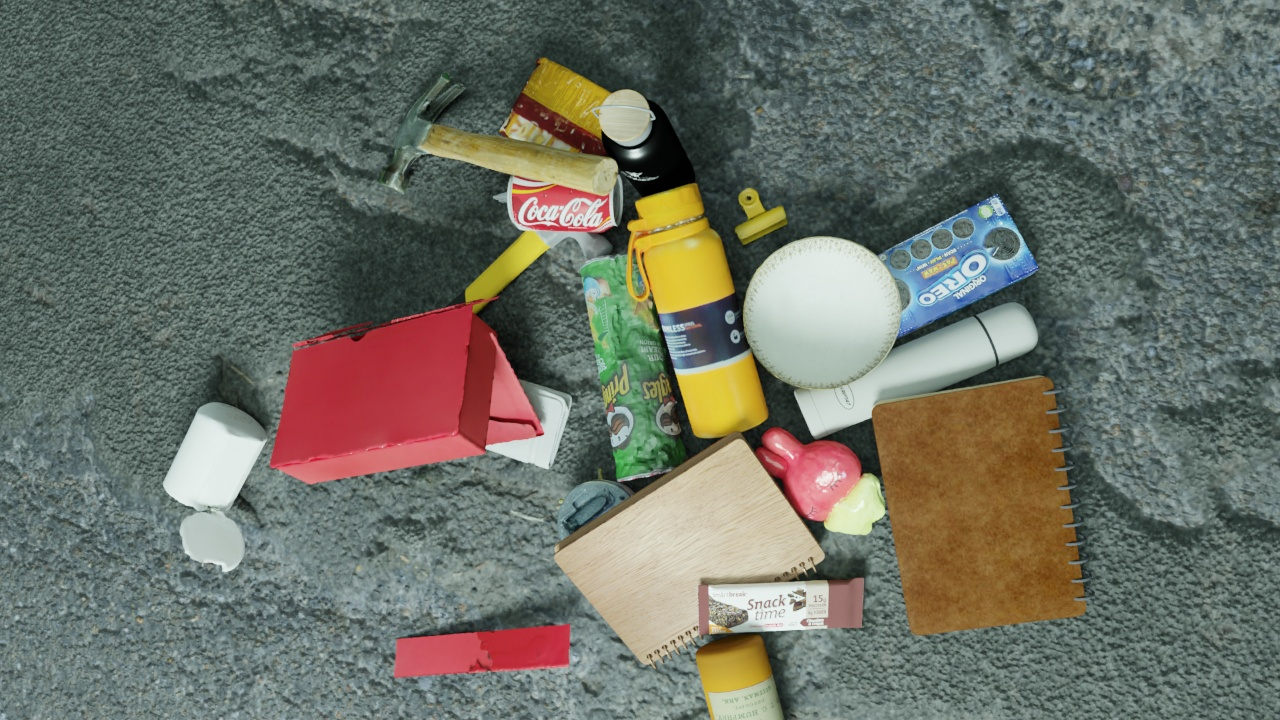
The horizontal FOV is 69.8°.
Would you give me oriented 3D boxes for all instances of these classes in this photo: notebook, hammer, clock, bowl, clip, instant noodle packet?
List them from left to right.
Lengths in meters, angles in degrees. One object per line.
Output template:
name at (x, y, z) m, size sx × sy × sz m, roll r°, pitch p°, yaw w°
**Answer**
hammer at (-0.186, -0.056, 0.973) m, size 0.324 × 0.029 × 0.127 m, roll -42°, pitch 80°, yaw 7°
hammer at (-0.141, -0.204, 0.891) m, size 0.331 × 0.033 × 0.132 m, roll 22°, pitch 87°, yaw 42°
instant noodle packet at (-0.073, -0.244, 0.954) m, size 0.135 × 0.039 × 0.098 m, roll 32°, pitch 94°, yaw 13°
clock at (-0.029, 0.170, 0.912) m, size 0.083 × 0.057 × 0.117 m, roll -38°, pitch 80°, yaw 6°
notebook at (0.050, 0.187, 0.877) m, size 0.210 × 0.022 × 0.169 m, roll -33°, pitch 109°, yaw 8°
clip at (0.115, -0.148, 0.916) m, size 0.054 × 0.044 × 0.050 m, roll -25°, pitch 107°, yaw 10°
bowl at (0.171, -0.039, 0.872) m, size 0.145 × 0.063 × 0.145 m, roll -2°, pitch 79°, yaw 9°
notebook at (0.313, 0.134, 0.839) m, size 0.167 × 0.024 × 0.225 m, roll -11°, pitch 98°, yaw 11°

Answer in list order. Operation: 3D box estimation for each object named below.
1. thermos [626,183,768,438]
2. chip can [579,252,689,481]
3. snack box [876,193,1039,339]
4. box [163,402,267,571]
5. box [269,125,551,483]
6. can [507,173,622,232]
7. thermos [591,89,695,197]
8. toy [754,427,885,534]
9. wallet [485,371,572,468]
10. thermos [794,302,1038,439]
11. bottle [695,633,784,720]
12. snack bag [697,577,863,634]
thermos at (0.049, -0.044, 0.862) m, size 0.091 × 0.076 × 0.233 m, roll -23°, pitch 102°, yaw -32°
chip can at (-0.007, 0.005, 0.909) m, size 0.075 × 0.075 × 0.223 m, roll -12°, pitch 84°, yaw 10°
snack box at (0.290, -0.086, 0.877) m, size 0.150 × 0.027 × 0.082 m, roll -28°, pitch 81°, yaw 9°
box at (-0.445, 0.131, 0.972) m, size 0.143 × 0.083 × 0.137 m, roll 32°, pitch 95°, yaw 36°
box at (-0.209, -0.080, 0.999) m, size 0.216 × 0.141 × 0.509 m, roll -12°, pitch 42°, yaw 20°
can at (-0.073, -0.160, 0.906) m, size 0.105 × 0.064 × 0.064 m, roll 3°, pitch 87°, yaw 10°
thermos at (0.005, -0.194, 0.837) m, size 0.061 × 0.231 × 0.061 m, roll -1°, pitch 86°, yaw 11°
toy at (0.169, 0.113, 0.869) m, size 0.135 × 0.045 × 0.092 m, roll 36°, pitch 127°, yaw 7°
wallet at (-0.135, 0.059, 0.953) m, size 0.116 × 0.032 × 0.086 m, roll 13°, pitch 92°, yaw 12°
thermos at (0.259, 0.009, 0.865) m, size 0.224 × 0.052 × 0.052 m, roll -24°, pitch 82°, yaw 9°
bottle at (0.103, 0.346, 0.870) m, size 0.068 × 0.068 × 0.157 m, roll -16°, pitch 84°, yaw 10°
snack bag at (0.134, 0.235, 0.876) m, size 0.158 × 0.013 × 0.057 m, roll -2°, pitch 108°, yaw 0°
